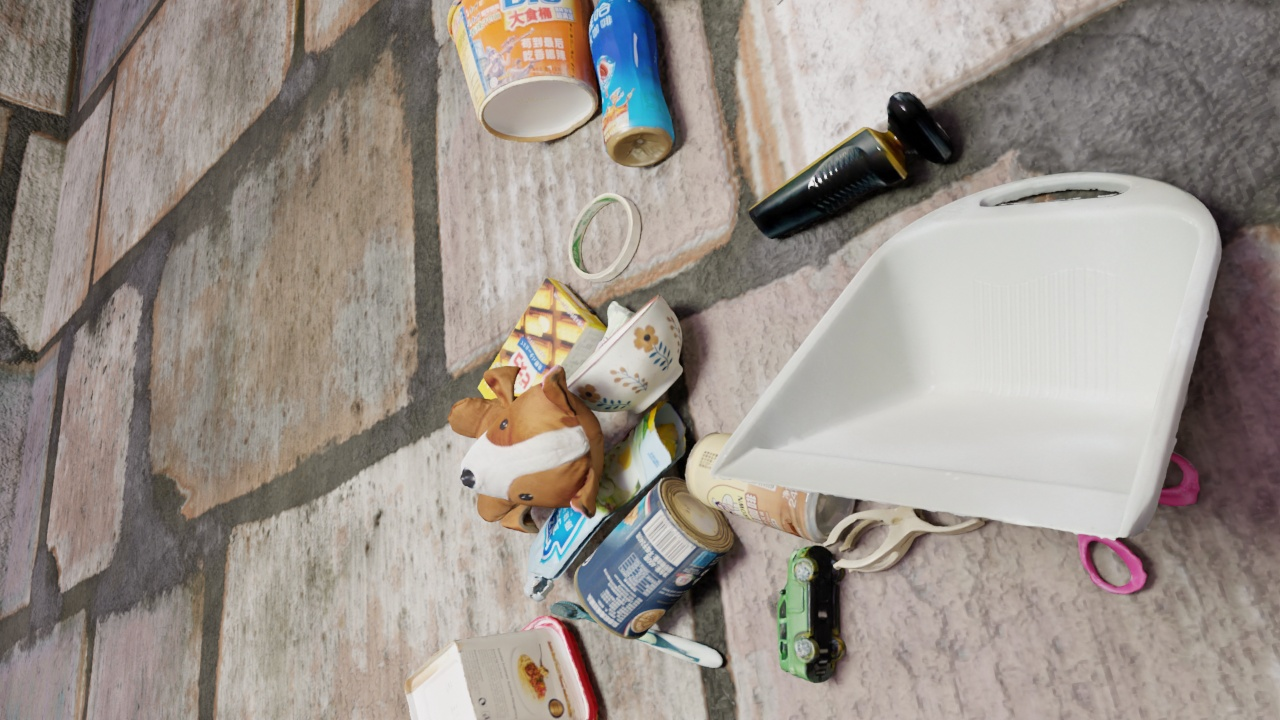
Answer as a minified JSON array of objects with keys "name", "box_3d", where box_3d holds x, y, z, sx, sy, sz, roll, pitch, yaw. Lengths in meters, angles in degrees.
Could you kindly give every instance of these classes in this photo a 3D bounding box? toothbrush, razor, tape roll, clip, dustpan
[{"name":"toothbrush","box_3d":[-0.010,0.223,0.754,0.192,0.018,0.016,3,81,44]},{"name":"razor","box_3d":[0.150,-0.140,0.691,0.168,0.062,0.067,-28,29,41]},{"name":"toothbrush","box_3d":[-0.057,0.033,0.855,0.029,0.020,0.190,31,104,11]},{"name":"tape roll","box_3d":[-0.035,-0.118,0.880,0.086,0.014,0.085,-14,69,40]},{"name":"clip","box_3d":[0.172,0.110,0.607,0.100,0.034,0.071,-36,55,21]},{"name":"dustpan","box_3d":[0.194,-0.026,0.514,0.223,0.257,0.143,2,103,44]}]

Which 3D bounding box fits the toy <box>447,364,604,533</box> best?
[{"name":"toy","box_3d":[-0.096,0.073,0.756,0.200,0.130,0.140,-9,101,59]}]

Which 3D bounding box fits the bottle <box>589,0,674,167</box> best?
[{"name":"bottle","box_3d":[-0.013,-0.289,0.874,0.065,0.065,0.218,-26,61,36]}]

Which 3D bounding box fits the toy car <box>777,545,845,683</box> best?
[{"name":"toy car","box_3d":[0.116,0.173,0.631,0.036,0.043,0.091,-5,74,43]}]

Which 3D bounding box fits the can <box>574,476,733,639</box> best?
[{"name":"can","box_3d":[0.011,0.153,0.715,0.111,0.075,0.075,-49,50,21]}]

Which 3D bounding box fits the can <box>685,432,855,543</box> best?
[{"name":"can","box_3d":[0.093,0.090,0.666,0.116,0.058,0.058,11,86,45]}]

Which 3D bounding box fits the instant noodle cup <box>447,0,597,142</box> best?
[{"name":"instant noodle cup","box_3d":[-0.110,-0.297,0.918,0.152,0.151,0.111,-22,72,37]}]

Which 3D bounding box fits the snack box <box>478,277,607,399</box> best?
[{"name":"snack box","box_3d":[-0.097,0.000,0.892,0.141,0.033,0.087,-57,47,17]}]

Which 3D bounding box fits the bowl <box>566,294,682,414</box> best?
[{"name":"bowl","box_3d":[-0.005,0.004,0.768,0.062,0.113,0.114,45,116,-4]}]

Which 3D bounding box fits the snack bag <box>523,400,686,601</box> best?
[{"name":"snack bag","box_3d":[-0.036,0.119,0.773,0.191,0.039,0.110,-47,23,20]}]

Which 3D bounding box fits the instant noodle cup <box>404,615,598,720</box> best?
[{"name":"instant noodle cup","box_3d":[-0.118,0.283,0.765,0.117,0.124,0.116,-44,52,26]}]

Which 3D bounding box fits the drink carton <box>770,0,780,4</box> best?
[{"name":"drink carton","box_3d":[0.132,-0.364,0.765,0.123,0.053,0.045,-47,51,24]}]

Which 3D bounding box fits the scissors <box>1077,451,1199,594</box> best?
[{"name":"scissors","box_3d":[0.256,0.084,0.546,0.135,0.017,0.113,4,85,48]}]
